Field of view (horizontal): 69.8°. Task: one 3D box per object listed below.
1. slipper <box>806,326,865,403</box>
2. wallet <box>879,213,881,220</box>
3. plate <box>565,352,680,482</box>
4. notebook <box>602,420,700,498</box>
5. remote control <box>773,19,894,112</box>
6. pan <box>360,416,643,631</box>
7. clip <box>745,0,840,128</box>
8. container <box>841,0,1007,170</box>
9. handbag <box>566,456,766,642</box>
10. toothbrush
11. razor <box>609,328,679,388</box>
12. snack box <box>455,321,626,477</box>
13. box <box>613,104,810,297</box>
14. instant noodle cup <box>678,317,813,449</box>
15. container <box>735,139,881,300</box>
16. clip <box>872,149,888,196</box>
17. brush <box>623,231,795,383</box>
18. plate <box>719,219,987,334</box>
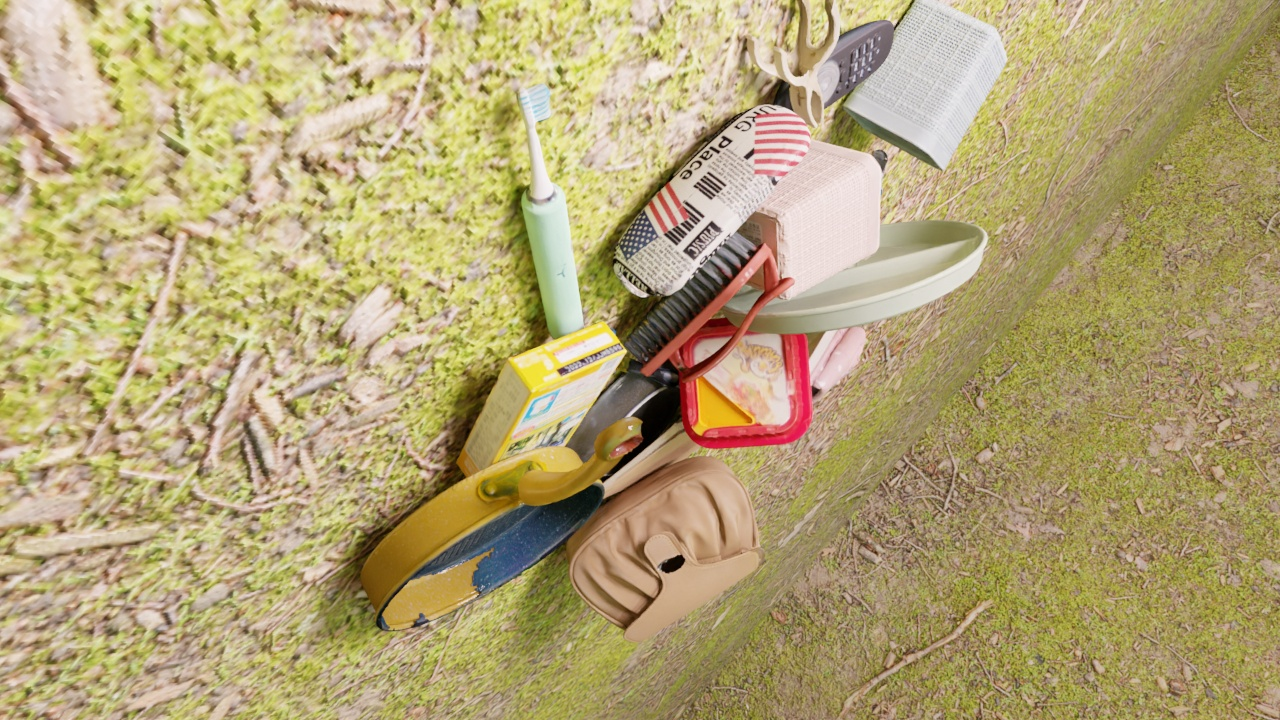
[{"bbox_3d":[0.211,0.003,1.066,0.114,0.054,0.273,-44,-179,44],"label":"slipper"},{"bbox_3d":[0.212,-0.100,1.019,0.130,0.035,0.119,-44,154,-6],"label":"wallet"},{"bbox_3d":[-0.007,0.062,0.877,0.179,0.024,0.180,-39,155,-23],"label":"plate"},{"bbox_3d":[0.035,0.093,0.952,0.150,0.012,0.211,-40,166,27],"label":"notebook"},{"bbox_3d":[0.144,-0.221,0.707,0.136,0.024,0.053,-37,150,-20],"label":"remote control"},{"bbox_3d":[-0.083,0.108,0.642,0.197,0.078,0.359,-23,158,-34],"label":"pan"},{"bbox_3d":[0.103,-0.202,0.634,0.098,0.035,0.100,-26,139,-34],"label":"clip"},{"bbox_3d":[0.249,-0.240,0.793,0.111,0.090,0.089,-59,156,15],"label":"container"},{"bbox_3d":[0.029,0.197,0.952,0.204,0.148,0.099,-33,-166,0],"label":"handbag"},{"bbox_3d":[-0.056,-0.080,0.562,0.027,0.026,0.225,-22,150,-11],"label":"toothbrush"},{"bbox_3d":[-0.005,0.005,0.782,0.142,0.022,0.042,20,82,-59],"label":"razor"},{"bbox_3d":[-0.074,0.035,0.662,0.086,0.033,0.141,-24,157,-39],"label":"snack box"},{"bbox_3d":[0.053,-0.105,0.646,0.162,0.085,0.075,-44,131,-3],"label":"box"},{"bbox_3d":[0.104,0.022,0.847,0.124,0.116,0.116,15,71,-71],"label":"instant noodle cup"},{"bbox_3d":[0.123,-0.113,0.739,0.110,0.090,0.090,-31,131,-30],"label":"container"},{"bbox_3d":[0.236,-0.186,0.934,0.028,0.024,0.057,-45,154,-20],"label":"clip"},{"bbox_3d":[0.055,-0.040,0.713,0.146,0.069,0.063,-45,-174,41],"label":"brush"},{"bbox_3d":[0.176,-0.072,0.782,0.229,0.231,0.027,-32,112,-36],"label":"plate"}]
